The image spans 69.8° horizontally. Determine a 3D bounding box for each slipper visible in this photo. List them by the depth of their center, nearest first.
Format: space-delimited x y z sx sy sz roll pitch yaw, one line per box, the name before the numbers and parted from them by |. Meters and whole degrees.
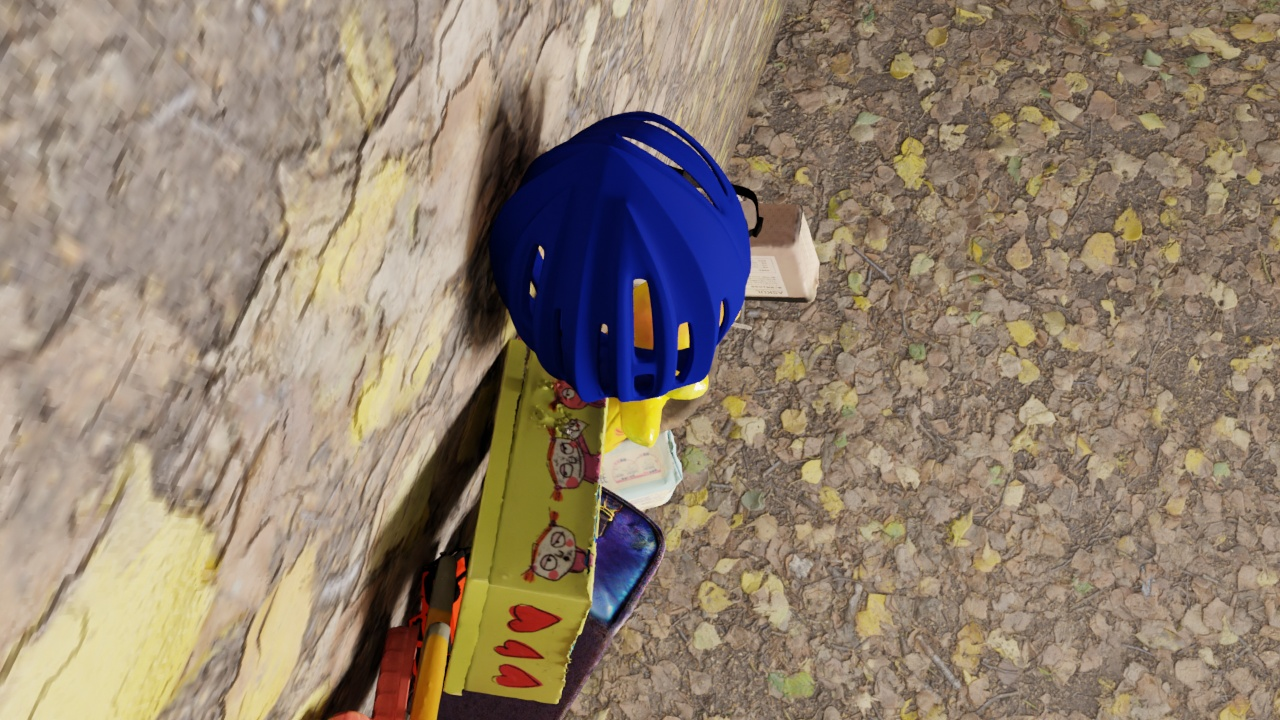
slipper | -0.166 0.241 0.506 0.248 0.059 0.104 -104 -153 -68

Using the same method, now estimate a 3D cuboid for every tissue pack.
tissue pack | 0.047 -0.097 0.732 0.104 0.182 0.071 53 49 -57
tissue pack | -0.048 0.129 0.961 0.112 0.181 0.070 108 -32 -70

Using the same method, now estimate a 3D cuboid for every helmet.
helmet | 0.004 -0.085 0.577 0.242 0.148 0.227 95 18 -55

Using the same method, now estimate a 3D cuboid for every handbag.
handbag | -0.083 0.222 0.802 0.205 0.125 0.221 -60 175 14

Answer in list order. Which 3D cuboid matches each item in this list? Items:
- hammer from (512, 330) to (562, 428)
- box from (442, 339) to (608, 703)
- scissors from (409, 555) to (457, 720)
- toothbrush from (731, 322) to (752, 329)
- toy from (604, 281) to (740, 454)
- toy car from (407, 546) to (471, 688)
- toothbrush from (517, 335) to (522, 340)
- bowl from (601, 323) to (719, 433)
hammer | -0.063 -0.030 0.800 0.123 0.036 0.320 80 28 -71
box | -0.073 0.102 0.619 0.220 0.082 0.125 -85 -171 -50
scissors | -0.141 0.233 0.586 0.134 0.016 0.228 -101 -156 -62
toothbrush | 0.056 -0.064 1.186 0.010 0.181 0.010 94 11 -64
toy | -0.004 0.004 0.758 0.134 0.087 0.194 -66 -168 -25
toy car | -0.140 0.185 0.659 0.051 0.049 0.100 -35 124 -69
toothbrush | -0.056 -0.039 0.736 0.134 0.021 0.016 -33 150 -55
bowl | -0.005 -0.009 0.926 0.070 0.162 0.162 17 -93 55
